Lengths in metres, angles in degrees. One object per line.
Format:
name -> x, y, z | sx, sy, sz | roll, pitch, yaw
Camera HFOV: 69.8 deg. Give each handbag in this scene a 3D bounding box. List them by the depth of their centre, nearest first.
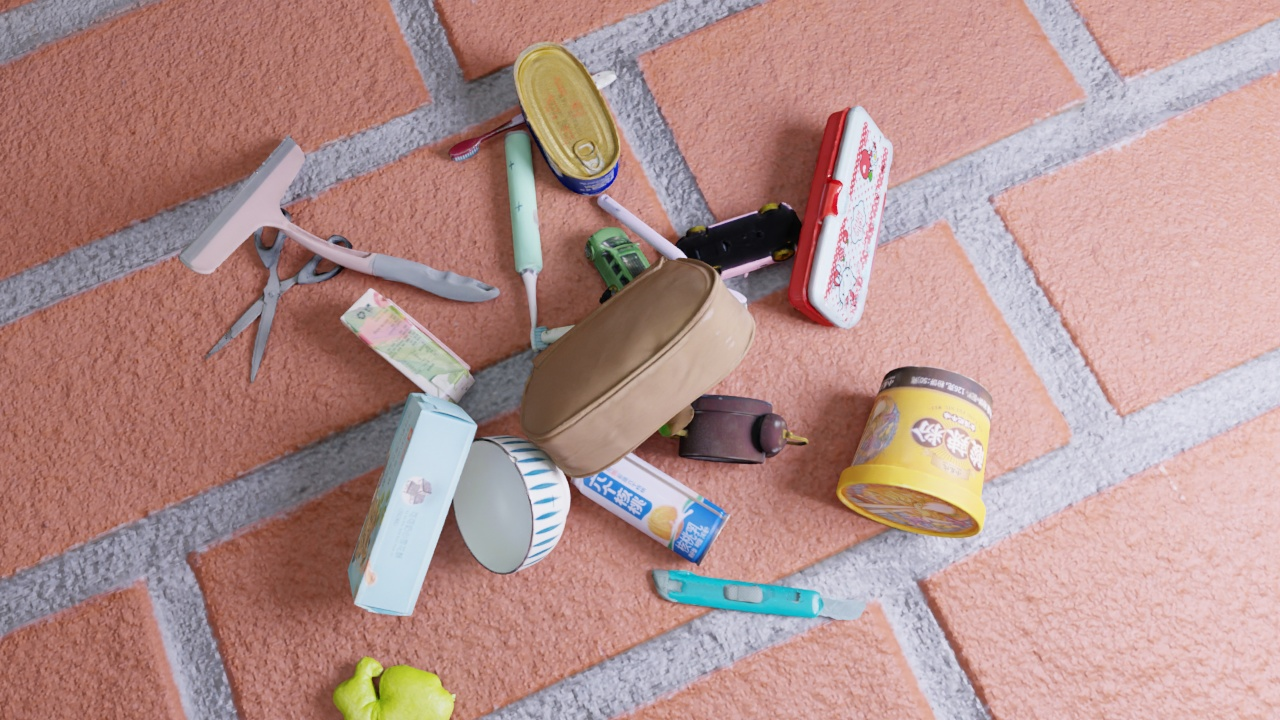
handbag -> -0.005, 0.004, 0.766 | 0.204, 0.147, 0.100 | -37, 121, 7

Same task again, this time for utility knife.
utility knife -> 0.101, 0.204, 0.795 | 0.187, 0.013, 0.029 | 6, 76, 4

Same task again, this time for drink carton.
drink carton -> -0.211, -0.010, 0.843 | 0.122, 0.053, 0.045 | 38, 80, 10

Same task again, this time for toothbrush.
toothbrush -> 0.003, -0.034, 0.837 | 0.189, 0.020, 0.029 | -8, 44, 2
toothbrush -> 0.023, -0.103, 0.852 | 0.029, 0.021, 0.189 | -36, 61, -21
toothbrush -> -0.109, -0.116, 0.878 | 0.027, 0.026, 0.224 | -10, 75, 11
toothbrush -> -0.106, -0.244, 0.918 | 0.187, 0.017, 0.016 | -28, 73, -7

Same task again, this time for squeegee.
squeegee -> -0.253, -0.097, 0.853 | 0.249, 0.040, 0.247 | 21, 34, -11

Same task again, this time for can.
can -> 0.008, 0.121, 0.799 | 0.134, 0.053, 0.053 | 31, 79, 9
can -> -0.071, -0.230, 0.880 | 0.074, 0.049, 0.148 | -27, 80, -7

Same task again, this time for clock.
clock -> 0.085, 0.061, 0.797 | 0.122, 0.082, 0.055 | 5, 80, 5

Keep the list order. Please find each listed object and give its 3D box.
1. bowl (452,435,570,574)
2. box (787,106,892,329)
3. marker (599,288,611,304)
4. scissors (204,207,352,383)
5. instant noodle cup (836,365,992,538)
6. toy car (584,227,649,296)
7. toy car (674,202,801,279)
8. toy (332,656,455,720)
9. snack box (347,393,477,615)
bowl -> -0.104, 0.119, 0.788 | 0.066, 0.117, 0.116 | -9, 70, -44
box -> 0.191, -0.131, 0.845 | 0.047, 0.086, 0.201 | 0, 71, 45
marker -> 0.014, -0.020, 0.852 | 0.132, 0.020, 0.022 | 43, 54, 12
scissors -> -0.352, -0.069, 0.887 | 0.159, 0.014, 0.177 | -16, 78, 1
instant noodle cup -> 0.238, 0.075, 0.773 | 0.118, 0.119, 0.114 | 19, 69, 7
toy car -> -0.015, -0.088, 0.853 | 0.043, 0.036, 0.091 | -21, 63, -27
toy car -> 0.092, -0.106, 0.859 | 0.122, 0.037, 0.056 | -17, 77, 6
toy -> -0.208, 0.294, 0.778 | 0.100, 0.031, 0.096 | -20, 74, -2
snack box -> -0.194, 0.118, 0.773 | 0.051, 0.074, 0.175 | 18, 92, -22
